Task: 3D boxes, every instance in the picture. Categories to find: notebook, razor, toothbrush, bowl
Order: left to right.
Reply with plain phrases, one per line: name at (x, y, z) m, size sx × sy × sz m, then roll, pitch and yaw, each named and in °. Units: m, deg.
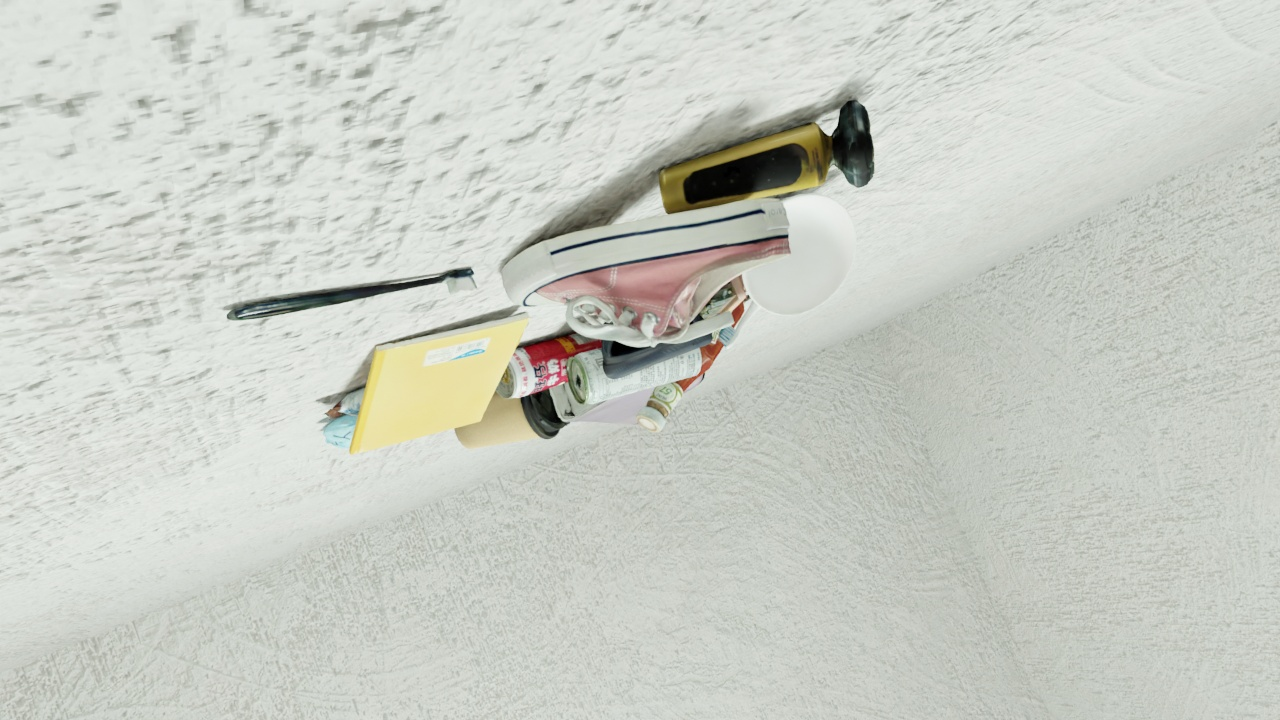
toothbrush at (-0.183, -0.042, 0.607) m, size 0.180 × 0.018 × 0.016 m, roll -14°, pitch 172°, yaw -45°
notebook at (-0.197, 0.027, 0.880) m, size 0.145 × 0.010 × 0.207 m, roll -15°, pitch 157°, yaw -31°
razor at (0.090, -0.135, 0.639) m, size 0.167 × 0.062 × 0.067 m, roll -16°, pitch -158°, yaw -12°
toothbrush at (0.134, -0.080, 0.921) m, size 0.220 × 0.026 × 0.027 m, roll -50°, pitch -175°, yaw -38°
bowl at (0.136, -0.109, 0.870) m, size 0.118 × 0.118 × 0.064 m, roll -22°, pitch -148°, yaw -11°

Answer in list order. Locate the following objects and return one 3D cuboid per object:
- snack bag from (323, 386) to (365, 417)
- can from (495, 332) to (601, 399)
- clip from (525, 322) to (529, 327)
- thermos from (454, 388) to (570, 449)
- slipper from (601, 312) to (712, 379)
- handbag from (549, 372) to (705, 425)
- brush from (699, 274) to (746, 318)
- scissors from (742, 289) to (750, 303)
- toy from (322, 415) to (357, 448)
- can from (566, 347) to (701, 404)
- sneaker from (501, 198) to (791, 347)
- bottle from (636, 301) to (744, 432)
snack bag at (-0.256, 0.035, 0.897) m, size 0.105 × 0.026 × 0.045 m, roll -20°, pitch 176°, yaw -8°
can at (-0.103, 0.004, 1.044) m, size 0.132 × 0.053 × 0.053 m, roll -18°, pitch 171°, yaw -39°
clip at (-0.127, -0.028, 0.886) m, size 0.027 × 0.044 × 0.058 m, roll -13°, pitch 163°, yaw -49°
thermos at (-0.174, 0.073, 1.226) m, size 0.143 × 0.093 × 0.093 m, roll -18°, pitch 175°, yaw 22°
slipper at (0.002, -0.050, 0.930) m, size 0.111 × 0.083 × 0.268 m, roll -23°, pitch -168°, yaw 4°
handbag at (-0.015, 0.020, 1.215) m, size 0.145 × 0.098 × 0.196 m, roll -22°, pitch 167°, yaw 23°
brush at (0.088, -0.082, 0.981) m, size 0.073 × 0.063 × 0.146 m, roll -23°, pitch 174°, yaw -5°
scissors at (0.068, -0.061, 1.263) m, size 0.224 × 0.015 × 0.189 m, roll -19°, pitch 172°, yaw -28°
toy at (-0.263, 0.063, 0.993) m, size 0.156 × 0.049 × 0.162 m, roll -12°, pitch 166°, yaw -18°
can at (-0.006, 0.006, 1.033) m, size 0.146 × 0.058 × 0.058 m, roll -15°, pitch 170°, yaw -23°
sneaker at (-0.001, -0.052, 0.659) m, size 0.242 × 0.088 × 0.118 m, roll -8°, pitch -178°, yaw 35°
bottle at (0.059, -0.002, 1.118) m, size 0.205 × 0.060 × 0.060 m, roll -57°, pitch -171°, yaw -26°
